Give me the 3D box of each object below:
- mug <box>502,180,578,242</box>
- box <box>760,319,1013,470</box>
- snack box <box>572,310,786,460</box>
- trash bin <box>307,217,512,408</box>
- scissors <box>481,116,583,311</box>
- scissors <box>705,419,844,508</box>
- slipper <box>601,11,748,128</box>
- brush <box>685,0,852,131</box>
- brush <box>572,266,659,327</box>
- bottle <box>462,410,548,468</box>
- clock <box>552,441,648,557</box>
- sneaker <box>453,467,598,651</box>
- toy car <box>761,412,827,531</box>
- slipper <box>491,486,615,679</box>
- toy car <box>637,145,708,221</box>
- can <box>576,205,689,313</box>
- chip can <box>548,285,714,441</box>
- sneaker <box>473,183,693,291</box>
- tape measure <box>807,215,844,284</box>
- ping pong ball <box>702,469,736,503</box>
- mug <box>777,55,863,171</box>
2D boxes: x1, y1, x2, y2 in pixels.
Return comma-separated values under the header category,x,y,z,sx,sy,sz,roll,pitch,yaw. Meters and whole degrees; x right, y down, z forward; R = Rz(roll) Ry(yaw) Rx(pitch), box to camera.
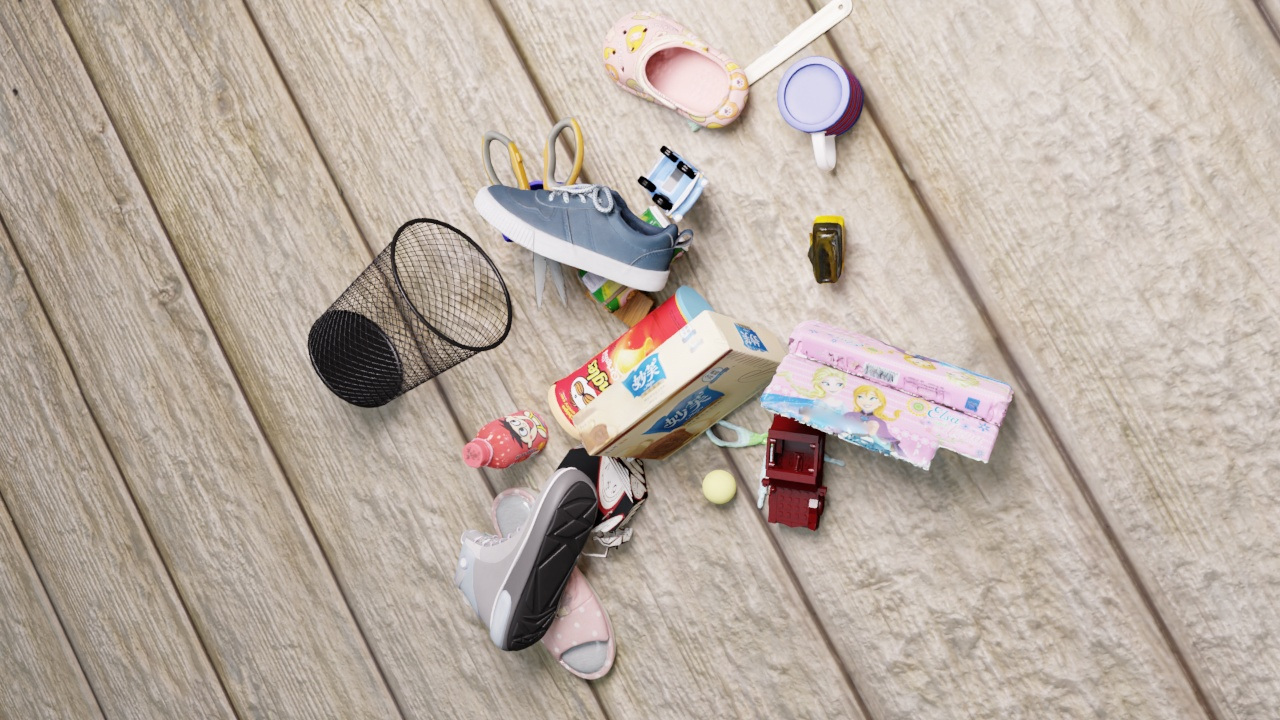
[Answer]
category,x,y,z,sx,sy,sz,roll,pitch,yaw
mug,-0.115,-0.170,1.110,0.111,0.083,0.079,-20,90,25
box,0.254,0.026,0.939,0.231,0.160,0.062,21,128,20
snack box,0.047,0.036,1.028,0.208,0.153,0.055,-39,64,24
trash bin,-0.303,-0.048,1.170,0.211,0.183,0.184,-31,85,31
scissors,-0.126,-0.171,1.059,0.175,0.016,0.225,14,106,20
scissors,0.155,0.092,1.071,0.173,0.021,0.171,17,102,16
slipper,0.029,-0.328,1.015,0.197,0.081,0.093,34,108,24
brush,0.138,-0.328,1.013,0.218,0.012,0.033,-32,84,23
brush,-0.040,-0.089,1.126,0.126,0.017,0.048,35,111,15
bottle,-0.173,0.104,1.150,0.062,0.137,0.062,4,99,22
clock,-0.058,0.177,1.150,0.115,0.065,0.155,18,104,21
sneaker,-0.154,0.219,1.134,0.160,0.092,0.257,33,112,35
toy car,0.175,0.110,1.025,0.070,0.061,0.170,6,103,20
slipper,-0.121,0.295,1.203,0.114,0.054,0.274,-31,84,25
toy car,0.040,-0.194,1.015,0.054,0.153,0.056,33,104,-23
can,-0.008,-0.117,1.067,0.121,0.067,0.067,-40,81,12
chip can,-0.007,0.006,1.089,0.214,0.086,0.087,-37,82,23
sneaker,-0.062,-0.152,0.988,0.235,0.089,0.087,21,110,-2
tape measure,0.200,-0.123,0.987,0.037,0.064,0.066,1,128,16
ping pong ball,0.094,0.150,1.091,0.040,0.040,0.040,4,100,24
mug,0.190,-0.256,0.963,0.075,0.076,0.112,-1,98,24
